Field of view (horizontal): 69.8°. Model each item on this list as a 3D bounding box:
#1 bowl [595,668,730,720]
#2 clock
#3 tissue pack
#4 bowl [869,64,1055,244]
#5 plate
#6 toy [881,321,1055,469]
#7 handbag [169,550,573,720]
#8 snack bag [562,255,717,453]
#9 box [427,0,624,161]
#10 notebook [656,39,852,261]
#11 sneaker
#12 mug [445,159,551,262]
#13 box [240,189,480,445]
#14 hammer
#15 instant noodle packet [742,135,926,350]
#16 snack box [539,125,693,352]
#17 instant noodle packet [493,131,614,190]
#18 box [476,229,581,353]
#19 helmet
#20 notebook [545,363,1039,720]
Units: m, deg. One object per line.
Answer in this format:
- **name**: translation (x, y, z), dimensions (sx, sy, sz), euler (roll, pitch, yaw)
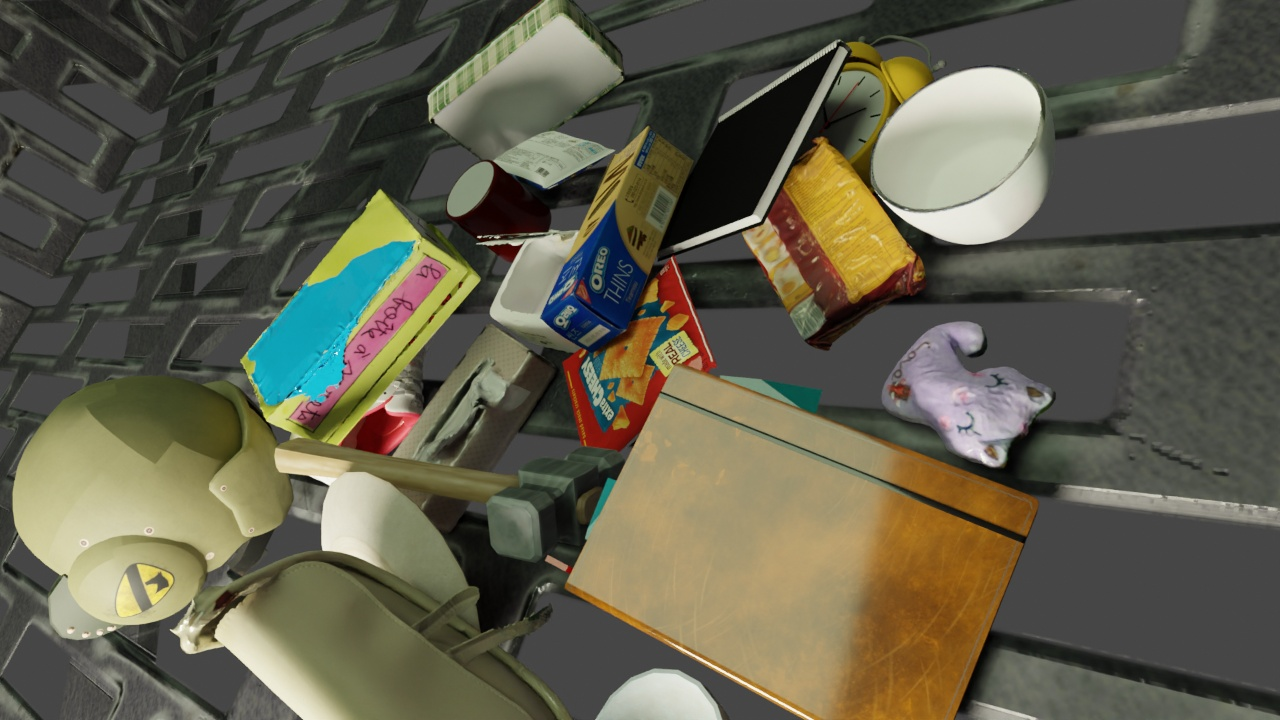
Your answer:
- **bowl**: translation (0.018, 0.245, 0.554), dimensions (0.107, 0.039, 0.106), euler (-24, 49, 30)
- **clock**: translation (0.161, -0.186, 0.711), dimensions (0.152, 0.052, 0.113), euler (-53, 41, 6)
- **tissue pack**: translation (-0.160, 0.056, 0.834), dimensions (0.181, 0.071, 0.104), euler (-53, 40, -5)
- **bowl**: translation (0.218, -0.128, 0.605), dimensions (0.117, 0.065, 0.116), euler (-24, 49, 30)
- **plate**: translation (-0.198, 0.178, 0.714), dimensions (0.189, 0.189, 0.027), euler (-3, 18, 42)
- **toy**: translation (0.195, 0.016, 0.551), dimensions (0.080, 0.036, 0.100), euler (-52, 40, -5)
- **handbag**: translation (-0.145, 0.198, 0.582), dimensions (0.229, 0.184, 0.132), euler (36, 91, 11)
- **snack bag**: translation (-0.004, 0.004, 0.740), dimensions (0.144, 0.039, 0.130), euler (-43, 41, 25)
- **box**: translation (-0.127, -0.302, 1.010), dimensions (0.206, 0.117, 0.050), euler (-29, 51, 28)
- **notebook**: translation (0.078, -0.157, 0.729), dimensions (0.149, 0.016, 0.207), euler (-62, 16, -10)
- **sneaker**: translation (-0.251, 0.024, 0.932), dimensions (0.104, 0.090, 0.236), euler (19, 71, 31)
- **mug**: translation (-0.155, -0.160, 0.960), dimensions (0.073, 0.082, 0.106), euler (-53, 41, 0)
- **box**: translation (-0.265, -0.037, 0.858), dimensions (0.221, 0.082, 0.124), euler (-52, 45, 4)
- **hammer**: translation (-0.171, 0.093, 0.731), dimensions (0.323, 0.117, 0.051), euler (4, 105, 30)
- **instant noodle packet**: translation (0.131, -0.081, 0.648), dimensions (0.099, 0.039, 0.135), euler (-44, 57, 30)
- **snack box**: translation (-0.018, -0.107, 0.780), dimensions (0.056, 0.057, 0.206), euler (-30, 32, 50)
- **instant noodle packet**: translation (-0.098, -0.213, 0.964), dimensions (0.086, 0.026, 0.134), euler (-33, 36, -22)
- **box**: translation (-0.097, -0.082, 0.819), dimensions (0.110, 0.130, 0.102), euler (13, 74, 44)
- **helmet**: translation (-0.459, 0.131, 0.895), dimensions (0.233, 0.255, 0.250), euler (-54, 42, 4)
- **notebook**: translation (0.083, 0.101, 0.544), dimensions (0.249, 0.014, 0.178), euler (21, 78, 27)
